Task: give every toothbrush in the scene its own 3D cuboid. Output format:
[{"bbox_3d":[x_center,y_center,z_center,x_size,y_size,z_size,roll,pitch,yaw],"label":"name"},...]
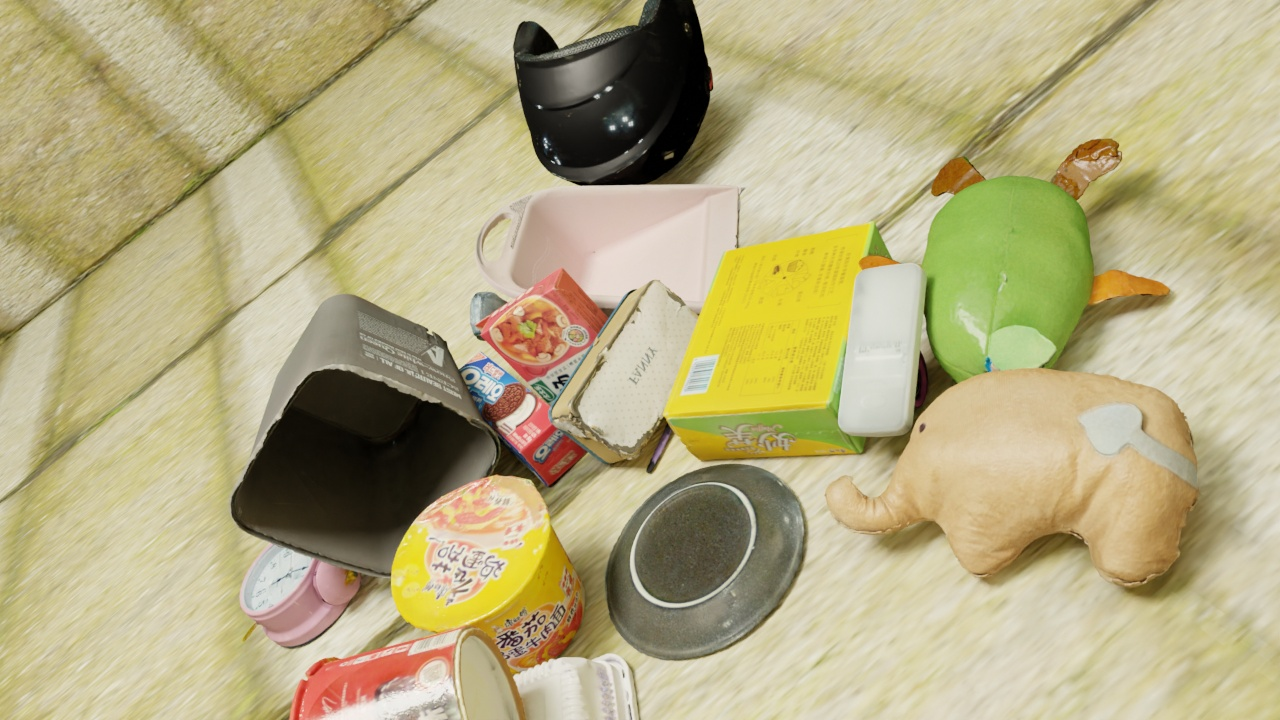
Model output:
[{"bbox_3d":[0.047,0.029,0.875,0.014,0.017,0.188,-9,46,50],"label":"toothbrush"}]

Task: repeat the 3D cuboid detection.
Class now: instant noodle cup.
[{"bbox_3d":[-0.087,0.287,0.663,0.174,0.060,0.137,-27,37,12],"label":"instant noodle cup"},{"bbox_3d":[-0.143,0.244,0.598,0.109,0.138,0.137,-23,38,6],"label":"instant noodle cup"},{"bbox_3d":[-0.114,0.181,0.746,0.138,0.110,0.137,-16,43,15],"label":"instant noodle cup"}]

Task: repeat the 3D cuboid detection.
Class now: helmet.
[{"bbox_3d":[-0.028,-0.329,1.152,0.234,0.230,0.274,-1,7,28],"label":"helmet"}]

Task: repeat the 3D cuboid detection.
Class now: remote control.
[{"bbox_3d":[0.182,-0.008,0.690,0.056,0.020,0.135,-4,67,38],"label":"remote control"}]

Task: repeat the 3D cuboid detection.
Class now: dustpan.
[{"bbox_3d":[-0.036,-0.132,1.012,0.274,0.139,0.222,-21,38,23],"label":"dustpan"}]

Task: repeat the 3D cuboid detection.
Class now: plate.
[{"bbox_3d":[0.044,0.150,0.731,0.180,0.024,0.179,-23,38,19],"label":"plate"}]

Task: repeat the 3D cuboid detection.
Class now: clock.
[{"bbox_3d":[-0.339,0.221,0.948,0.158,0.060,0.117,-31,37,6],"label":"clock"}]

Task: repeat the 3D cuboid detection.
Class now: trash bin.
[{"bbox_3d":[-0.271,0.058,0.909,0.199,0.199,0.219,-53,30,15],"label":"trash bin"}]

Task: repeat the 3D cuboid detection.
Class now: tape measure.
[{"bbox_3d":[0.198,0.013,0.721,0.039,0.057,0.057,-6,68,39],"label":"tape measure"}]

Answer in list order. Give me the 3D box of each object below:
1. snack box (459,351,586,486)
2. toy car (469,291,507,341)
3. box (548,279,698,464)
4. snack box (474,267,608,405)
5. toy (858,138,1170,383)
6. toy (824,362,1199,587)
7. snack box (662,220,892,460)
[{"bbox_3d":[-0.136,0.056,0.959,0.058,0.057,0.207,-43,36,-12],"label":"snack box"},{"bbox_3d":[-0.144,-0.036,1.014,0.037,0.120,0.054,-11,66,26],"label":"toy car"},{"bbox_3d":[-0.005,0.005,0.868,0.183,0.090,0.059,-56,15,-28],"label":"box"},{"bbox_3d":[-0.094,-0.016,0.934,0.127,0.113,0.044,-30,27,27],"label":"snack box"},{"bbox_3d":[0.286,-0.075,0.719,0.227,0.090,0.246,5,56,28],"label":"toy"},{"bbox_3d":[0.236,0.071,0.604,0.226,0.082,0.143,-5,59,38],"label":"toy"},{"bbox_3d":[0.128,-0.016,0.803,0.158,0.070,0.209,-7,45,35],"label":"snack box"}]
